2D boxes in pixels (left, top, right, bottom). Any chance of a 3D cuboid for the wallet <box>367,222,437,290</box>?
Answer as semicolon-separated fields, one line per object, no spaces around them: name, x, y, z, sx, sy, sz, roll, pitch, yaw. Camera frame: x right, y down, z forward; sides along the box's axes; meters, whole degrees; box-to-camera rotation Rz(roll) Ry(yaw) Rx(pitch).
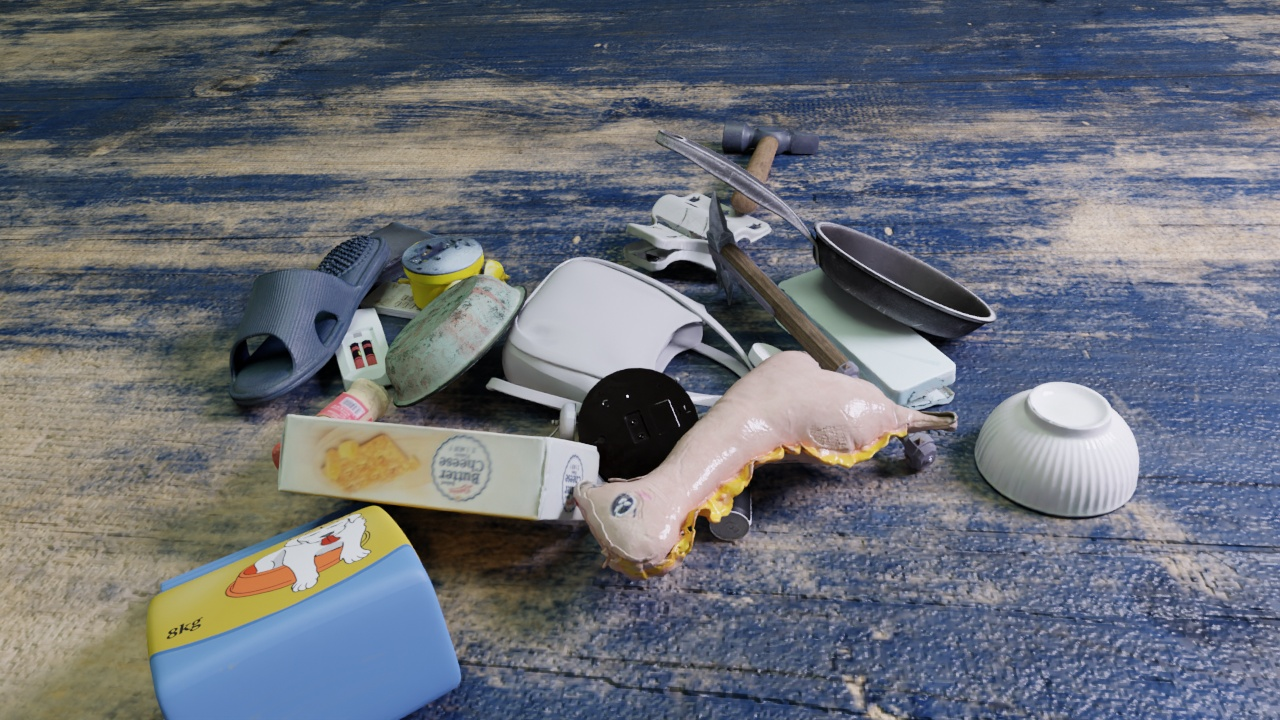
wallet;-0.297;-0.125;1.061;0.089;0.026;0.114;19;41;32

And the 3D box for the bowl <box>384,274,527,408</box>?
bowl;-0.174;-0.027;0.826;0.158;0.038;0.157;-34;22;16

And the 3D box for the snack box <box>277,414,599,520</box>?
snack box;-0.146;0.079;0.671;0.208;0.057;0.104;3;-7;17

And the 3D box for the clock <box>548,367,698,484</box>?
clock;-0.014;0.059;0.723;0.122;0.035;0.094;-19;76;-10

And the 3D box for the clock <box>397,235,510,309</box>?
clock;-0.191;-0.086;0.946;0.119;0.057;0.083;19;40;28

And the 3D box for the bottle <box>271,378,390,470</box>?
bottle;-0.261;0.059;0.781;0.044;0.044;0.108;13;38;23

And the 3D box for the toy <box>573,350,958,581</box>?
toy;0.088;0.073;0.651;0.196;0.065;0.263;19;40;30

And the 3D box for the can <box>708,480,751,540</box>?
can;0.068;0.098;0.699;0.031;0.032;0.080;0;35;6

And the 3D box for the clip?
clip;0.051;-0.124;1.003;0.152;0.097;0.126;-32;42;-29

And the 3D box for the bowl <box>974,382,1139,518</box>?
bowl;0.323;0.058;0.704;0.118;0.062;0.118;-3;35;2

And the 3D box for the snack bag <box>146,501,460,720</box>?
snack bag;-0.227;0.159;0.597;0.158;0.102;0.205;-22;24;-23

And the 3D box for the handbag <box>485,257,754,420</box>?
handbag;-0.005;0.005;0.827;0.223;0.096;0.215;20;41;11

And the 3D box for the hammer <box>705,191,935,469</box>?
hammer;0.149;-0.023;0.807;0.028;0.147;0.316;-31;51;-9

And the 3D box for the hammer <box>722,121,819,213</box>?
hammer;0.148;-0.240;1.133;0.129;0.040;0.320;8;28;10

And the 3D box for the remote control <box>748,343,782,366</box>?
remote control;0.139;0.025;0.795;0.043;0.013;0.136;7;29;-34

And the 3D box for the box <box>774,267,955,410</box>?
box;0.200;-0.021;0.845;0.083;0.066;0.199;-1;31;-30

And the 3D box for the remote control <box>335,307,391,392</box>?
remote control;-0.276;-0.015;0.903;0.049;0.024;0.143;-16;37;-16

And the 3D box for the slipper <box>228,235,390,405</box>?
slipper;-0.336;-0.063;0.903;0.101;0.082;0.262;-12;36;24

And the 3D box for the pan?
pan;0.169;-0.116;0.855;0.357;0.055;0.187;24;22;-5

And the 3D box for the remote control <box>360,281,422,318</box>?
remote control;-0.227;-0.061;0.974;0.136;0.011;0.050;9;37;18
